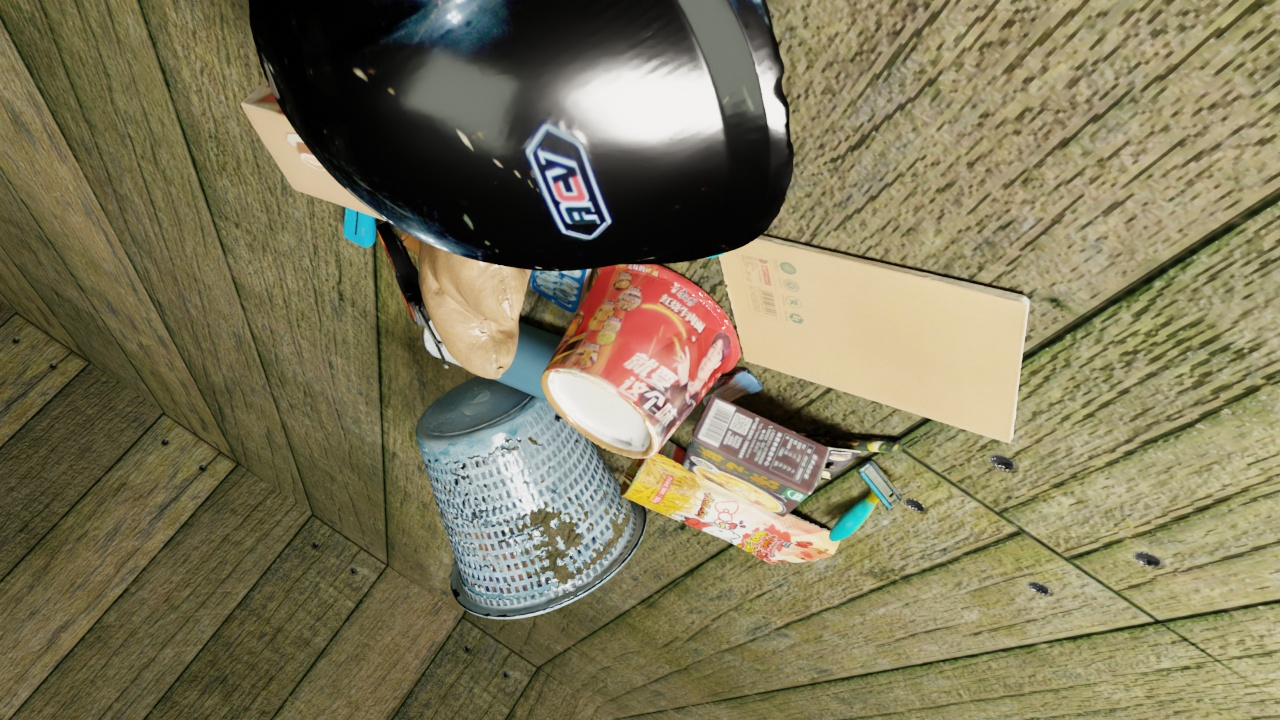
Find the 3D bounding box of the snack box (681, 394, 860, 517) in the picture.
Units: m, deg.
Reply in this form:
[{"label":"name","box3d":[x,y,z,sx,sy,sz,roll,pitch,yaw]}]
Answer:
[{"label":"snack box","box3d":[0.103,0.083,0.766,0.126,0.053,0.113,26,163,7]}]

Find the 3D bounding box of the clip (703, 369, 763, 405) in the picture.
[{"label":"clip","box3d":[0.077,0.022,0.769,0.024,0.026,0.056,42,139,-19]}]

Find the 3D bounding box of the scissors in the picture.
[{"label":"scissors","box3d":[-0.197,-0.042,0.837,0.161,0.021,0.234,88,156,-55]}]

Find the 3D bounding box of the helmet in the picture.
[{"label":"helmet","box3d":[-0.048,-0.151,0.397,0.234,0.230,0.274,74,172,-52]}]

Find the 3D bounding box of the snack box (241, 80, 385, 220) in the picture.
[{"label":"snack box","box3d":[-0.190,-0.162,0.619,0.093,0.094,0.077,21,150,26]}]

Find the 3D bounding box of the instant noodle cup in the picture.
[{"label":"instant noodle cup","box3d":[-0.004,0.004,0.728,0.138,0.108,0.138,26,152,15]}]

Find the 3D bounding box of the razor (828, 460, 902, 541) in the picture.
[{"label":"razor","box3d":[0.191,0.130,0.801,0.043,0.028,0.133,51,155,21]}]

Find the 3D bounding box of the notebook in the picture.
[{"label":"notebook","box3d":[0.153,-0.017,0.628,0.208,0.008,0.148,18,149,29]}]

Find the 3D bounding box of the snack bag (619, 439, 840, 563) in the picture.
[{"label":"snack bag","box3d":[0.085,0.152,0.933,0.208,0.073,0.129,29,153,-5]}]

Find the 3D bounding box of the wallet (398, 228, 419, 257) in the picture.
[{"label":"wallet","box3d":[-0.157,-0.104,0.807,0.108,0.031,0.132,40,151,-14]}]

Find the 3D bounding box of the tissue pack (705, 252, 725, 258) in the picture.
[{"label":"tissue pack","box3d":[0.004,-0.123,0.576,0.133,0.050,0.093,22,149,23]}]

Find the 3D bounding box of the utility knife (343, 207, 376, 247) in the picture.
[{"label":"utility knife","box3d":[-0.256,-0.160,0.842,0.034,0.018,0.204,36,152,-1]}]

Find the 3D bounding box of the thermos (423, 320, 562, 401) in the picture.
[{"label":"thermos","box3d":[-0.106,0.000,0.884,0.221,0.070,0.070,20,150,26]}]

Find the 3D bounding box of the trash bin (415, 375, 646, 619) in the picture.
[{"label":"trash bin","box3d":[-0.129,0.121,0.961,0.227,0.225,0.195,6,125,44]}]

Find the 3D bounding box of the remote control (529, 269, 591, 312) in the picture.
[{"label":"remote control","box3d":[-0.060,-0.086,0.735,0.049,0.024,0.125,32,150,5]}]

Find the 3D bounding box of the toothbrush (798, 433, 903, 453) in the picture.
[{"label":"toothbrush","box3d":[0.137,0.065,0.774,0.186,0.012,0.017,0,126,49]}]

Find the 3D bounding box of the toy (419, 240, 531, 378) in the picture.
[{"label":"toy","box3d":[-0.112,-0.084,0.670,0.143,0.082,0.227,62,152,17]}]
